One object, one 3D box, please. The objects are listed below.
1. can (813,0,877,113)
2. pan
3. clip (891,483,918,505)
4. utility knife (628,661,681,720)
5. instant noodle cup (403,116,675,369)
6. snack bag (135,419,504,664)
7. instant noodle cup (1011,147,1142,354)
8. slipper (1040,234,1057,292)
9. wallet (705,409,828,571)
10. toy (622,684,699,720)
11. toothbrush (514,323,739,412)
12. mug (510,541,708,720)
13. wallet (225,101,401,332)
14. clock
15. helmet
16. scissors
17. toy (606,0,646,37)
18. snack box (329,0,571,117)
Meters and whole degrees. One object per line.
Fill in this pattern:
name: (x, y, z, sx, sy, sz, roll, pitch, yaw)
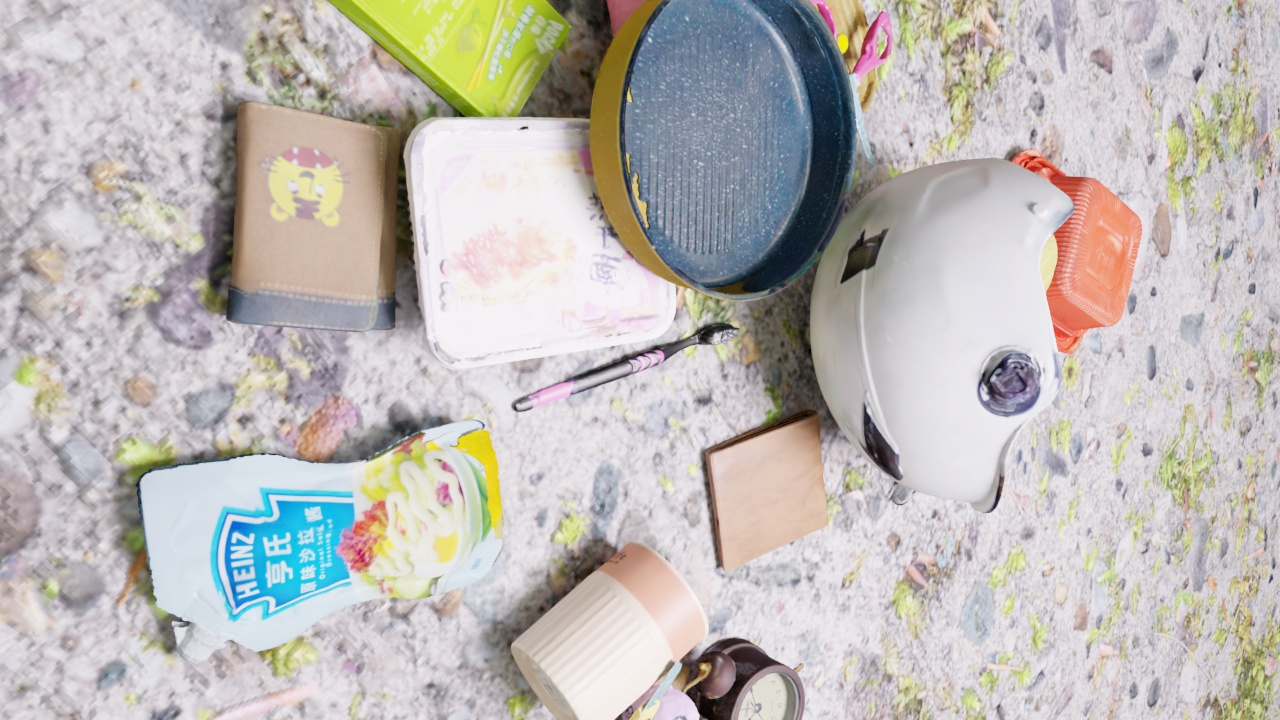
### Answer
can: (0.123, -0.247, 0.676, 0.074, 0.049, 0.148, -40, 118, -26)
pan: (0.066, -0.213, 0.540, 0.197, 0.078, 0.357, -9, 103, -37)
clip: (0.246, 0.109, 0.831, 0.058, 0.027, 0.045, -48, 128, -18)
utility knife: (-0.020, 0.269, 0.618, 0.030, 0.020, 0.188, 1, 119, -59)
instant noodle cup: (-0.064, -0.074, 0.554, 0.173, 0.060, 0.138, -10, 102, -37)
snack bag: (-0.169, 0.097, 0.514, 0.190, 0.039, 0.110, -9, 113, -35)
instant noodle cup: (0.418, -0.105, 0.896, 0.188, 0.079, 0.164, 21, 82, -34)
slipper: (0.302, -0.039, 0.821, 0.091, 0.082, 0.191, -36, 143, -36)
wallet: (0.102, 0.102, 0.726, 0.115, 0.020, 0.101, -16, 106, -31)
toy: (0.009, 0.281, 0.646, 0.039, 0.084, 0.108, 10, 87, -61)
toothbrush: (-0.004, 0.004, 0.636, 0.188, 0.018, 0.014, -20, 109, -32)
mug: (-0.020, 0.195, 0.617, 0.105, 0.082, 0.115, -35, 145, -26)
wallet: (-0.172, -0.074, 0.493, 0.090, 0.033, 0.115, 2, 91, -36)
clock: (0.072, 0.261, 0.701, 0.121, 0.055, 0.082, 10, 90, -35)
helmet: (0.200, -0.023, 0.681, 0.146, 0.228, 0.259, 6, 101, 3)
scissors: (0.153, -0.204, 0.661, 0.130, 0.017, 0.133, -39, 116, -31)
toy: (0.007, -0.288, 0.566, 0.178, 0.075, 0.194, -47, 126, -12)
snack box: (-0.118, -0.209, 0.517, 0.156, 0.026, 0.085, 37, 74, -34)
